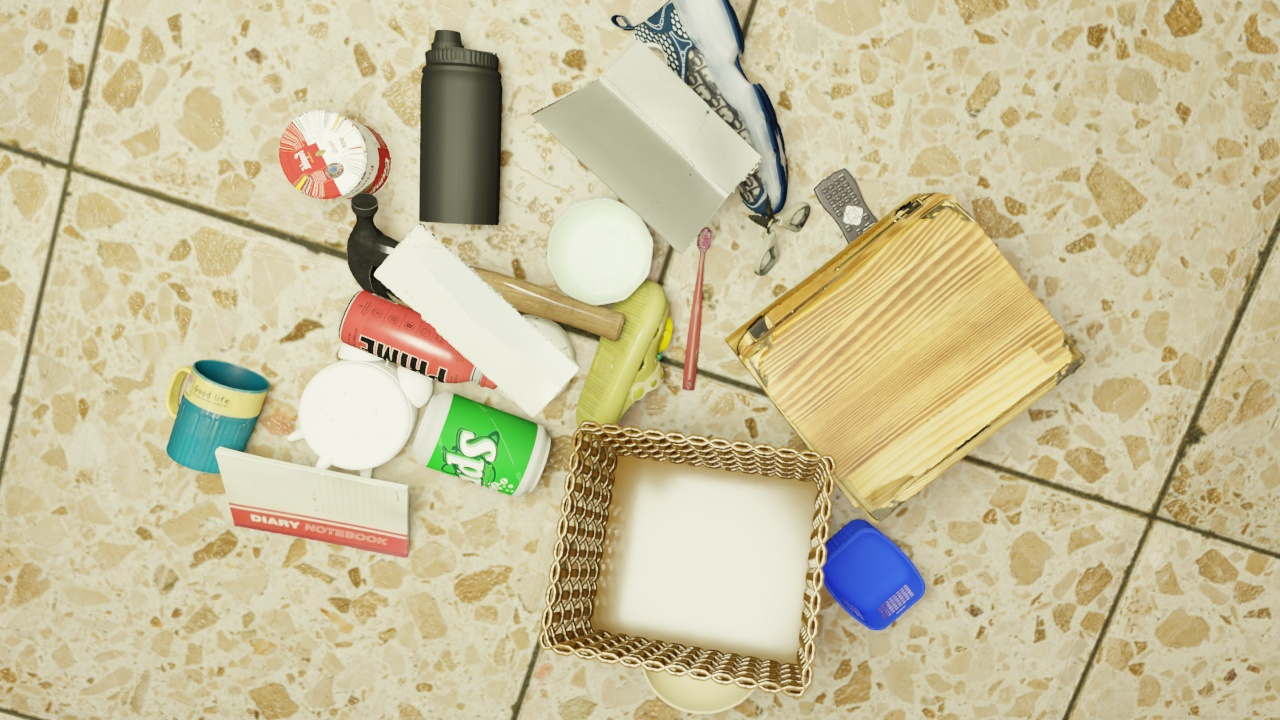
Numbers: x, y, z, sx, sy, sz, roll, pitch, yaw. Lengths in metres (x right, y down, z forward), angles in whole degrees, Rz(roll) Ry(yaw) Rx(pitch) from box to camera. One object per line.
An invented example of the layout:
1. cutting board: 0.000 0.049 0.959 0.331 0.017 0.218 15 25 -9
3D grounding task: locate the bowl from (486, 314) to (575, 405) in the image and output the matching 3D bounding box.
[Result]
1. bowl: -0.127 0.002 1.046 0.105 0.054 0.105 0 99 0

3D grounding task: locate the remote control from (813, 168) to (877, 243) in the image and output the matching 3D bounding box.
1. remote control: 0.248 -0.158 1.051 0.046 0.009 0.124 -34 99 4

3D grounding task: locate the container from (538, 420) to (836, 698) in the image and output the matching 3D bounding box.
1. container: 0.058 0.201 0.950 0.252 0.214 0.219 7 78 10

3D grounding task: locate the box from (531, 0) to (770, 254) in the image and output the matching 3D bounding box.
1. box: 0.015 -0.191 0.793 0.166 0.478 0.119 42 101 -4

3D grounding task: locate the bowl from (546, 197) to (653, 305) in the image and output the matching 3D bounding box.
1. bowl: -0.041 -0.118 1.019 0.117 0.061 0.117 0 90 8

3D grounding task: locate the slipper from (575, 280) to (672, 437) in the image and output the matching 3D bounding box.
1. slipper: -0.006 0.006 1.032 0.081 0.092 0.190 24 90 -25

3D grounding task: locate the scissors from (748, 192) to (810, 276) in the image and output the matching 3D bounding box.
1. scissors: 0.141 -0.137 0.990 0.012 0.162 0.155 38 132 19

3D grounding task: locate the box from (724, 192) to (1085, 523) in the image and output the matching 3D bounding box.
1. box: 0.272 -0.014 1.000 0.279 0.168 0.245 -38 98 6

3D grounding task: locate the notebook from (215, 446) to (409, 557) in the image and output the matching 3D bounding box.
1. notebook: -0.367 0.166 1.045 0.209 0.012 0.153 12 137 -3

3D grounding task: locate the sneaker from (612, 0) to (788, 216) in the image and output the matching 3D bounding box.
1. sneaker: 0.069 -0.273 0.995 0.132 0.103 0.269 -21 100 17

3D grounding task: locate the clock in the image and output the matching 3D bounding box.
1. clock: -0.319 0.058 1.040 0.125 0.073 0.161 34 97 -7

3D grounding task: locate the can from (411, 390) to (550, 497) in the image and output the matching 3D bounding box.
1. can: -0.179 0.095 1.034 0.140 0.088 0.088 21 98 -14

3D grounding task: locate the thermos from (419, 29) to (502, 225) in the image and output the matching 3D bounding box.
1. thermos: -0.193 -0.248 0.985 0.086 0.086 0.199 3 100 -2

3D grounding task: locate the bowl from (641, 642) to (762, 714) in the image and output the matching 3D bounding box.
1. bowl: 0.073 0.335 1.097 0.151 0.075 0.151 0 99 -1

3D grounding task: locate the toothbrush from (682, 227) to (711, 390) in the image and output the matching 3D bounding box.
1. toothbrush: 0.065 -0.058 1.059 0.016 0.016 0.190 5 99 -3

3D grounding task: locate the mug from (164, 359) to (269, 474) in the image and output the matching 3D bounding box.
1. mug: -0.489 0.057 1.038 0.113 0.083 0.107 27 102 17

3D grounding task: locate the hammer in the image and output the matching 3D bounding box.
1. hammer: -0.166 -0.078 0.991 0.305 0.040 0.133 18 137 1

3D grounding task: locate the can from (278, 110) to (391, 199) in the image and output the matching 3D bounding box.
1. can: -0.320 -0.214 0.971 0.086 0.116 0.087 0 99 -2

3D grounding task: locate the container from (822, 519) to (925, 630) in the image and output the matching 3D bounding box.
1. container: 0.270 0.252 1.096 0.096 0.058 0.114 -43 98 5

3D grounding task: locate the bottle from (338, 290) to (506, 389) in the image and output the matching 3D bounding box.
1. bottle: -0.233 -0.016 0.998 0.176 0.062 0.062 22 98 -3
